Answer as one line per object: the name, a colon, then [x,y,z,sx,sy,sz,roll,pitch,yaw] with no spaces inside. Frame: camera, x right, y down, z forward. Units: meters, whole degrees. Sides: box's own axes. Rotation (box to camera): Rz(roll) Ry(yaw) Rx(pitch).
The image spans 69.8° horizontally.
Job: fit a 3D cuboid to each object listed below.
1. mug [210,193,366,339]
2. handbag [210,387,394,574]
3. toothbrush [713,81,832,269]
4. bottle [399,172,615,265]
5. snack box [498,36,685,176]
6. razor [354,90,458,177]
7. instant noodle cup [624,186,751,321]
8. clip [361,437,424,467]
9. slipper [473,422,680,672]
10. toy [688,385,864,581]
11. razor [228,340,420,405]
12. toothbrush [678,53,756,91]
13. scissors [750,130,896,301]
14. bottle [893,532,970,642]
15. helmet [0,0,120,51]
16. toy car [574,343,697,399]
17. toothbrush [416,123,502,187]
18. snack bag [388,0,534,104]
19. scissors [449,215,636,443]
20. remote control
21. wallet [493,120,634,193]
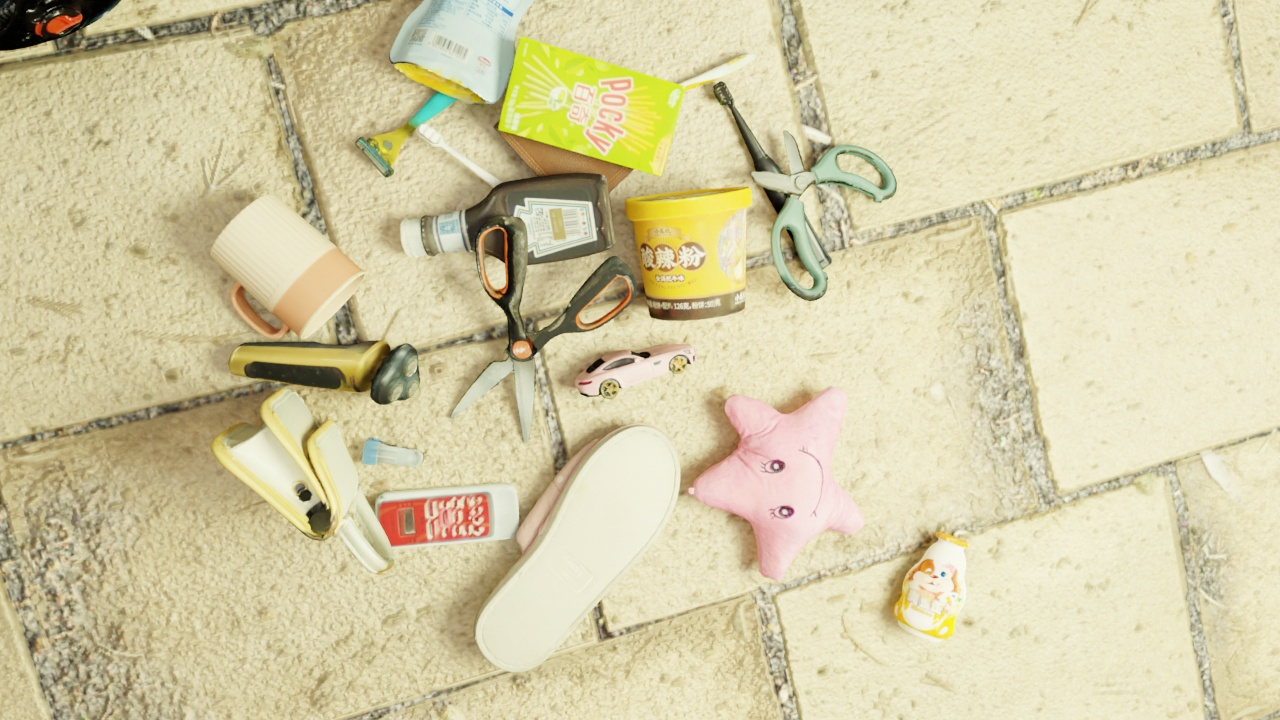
mug: [-0.323,-0.075,0.824,0.106,0.081,0.115,43,115,-8]
handbag: [-0.273,0.106,0.797,0.063,0.163,0.179,-43,101,-6]
toothbrush: [0.130,-0.183,0.918,0.027,0.026,0.212,-41,103,-46]
bottle: [-0.123,-0.126,0.853,0.195,0.044,0.080,-8,113,1]
snack box: [-0.044,-0.231,0.839,0.156,0.026,0.086,15,99,-8]
razor: [-0.202,-0.228,0.854,0.132,0.028,0.043,-44,107,-8]
instant noodle cup: [0.049,-0.101,0.869,0.118,0.118,0.114,-8,104,-10]
clip: [-0.236,0.090,0.877,0.058,0.036,0.026,9,90,-8]
slipper: [-0.061,0.179,0.895,0.114,0.054,0.274,37,84,-11]
toy: [0.134,0.126,0.916,0.178,0.074,0.194,-8,96,-9]
razor: [-0.289,0.008,0.841,0.167,0.067,0.062,5,132,-5]
toothbrush: [0.031,-0.258,0.900,0.191,0.016,0.018,-26,94,-7]
scissors: [0.186,-0.142,0.914,0.171,0.019,0.170,0,87,-23]
bottle: [0.310,0.236,0.962,0.063,0.063,0.108,20,90,-11]
helmet: [-0.500,-0.354,0.692,0.233,0.230,0.275,40,96,-1]
toy car: [-0.005,0.005,0.893,0.122,0.056,0.037,-19,104,-9]
toothbrush: [-0.133,-0.165,0.864,0.180,0.016,0.016,35,86,-20]
snack bag: [-0.150,-0.335,0.844,0.110,0.039,0.190,19,78,-2]
scissors: [-0.099,-0.029,0.857,0.228,0.021,0.221,-17,112,3]
remote control: [-0.186,0.150,0.888,0.136,0.020,0.056,-3,94,-10]
wallet: [-0.063,-0.211,0.870,0.101,0.032,0.124,-42,102,6]
